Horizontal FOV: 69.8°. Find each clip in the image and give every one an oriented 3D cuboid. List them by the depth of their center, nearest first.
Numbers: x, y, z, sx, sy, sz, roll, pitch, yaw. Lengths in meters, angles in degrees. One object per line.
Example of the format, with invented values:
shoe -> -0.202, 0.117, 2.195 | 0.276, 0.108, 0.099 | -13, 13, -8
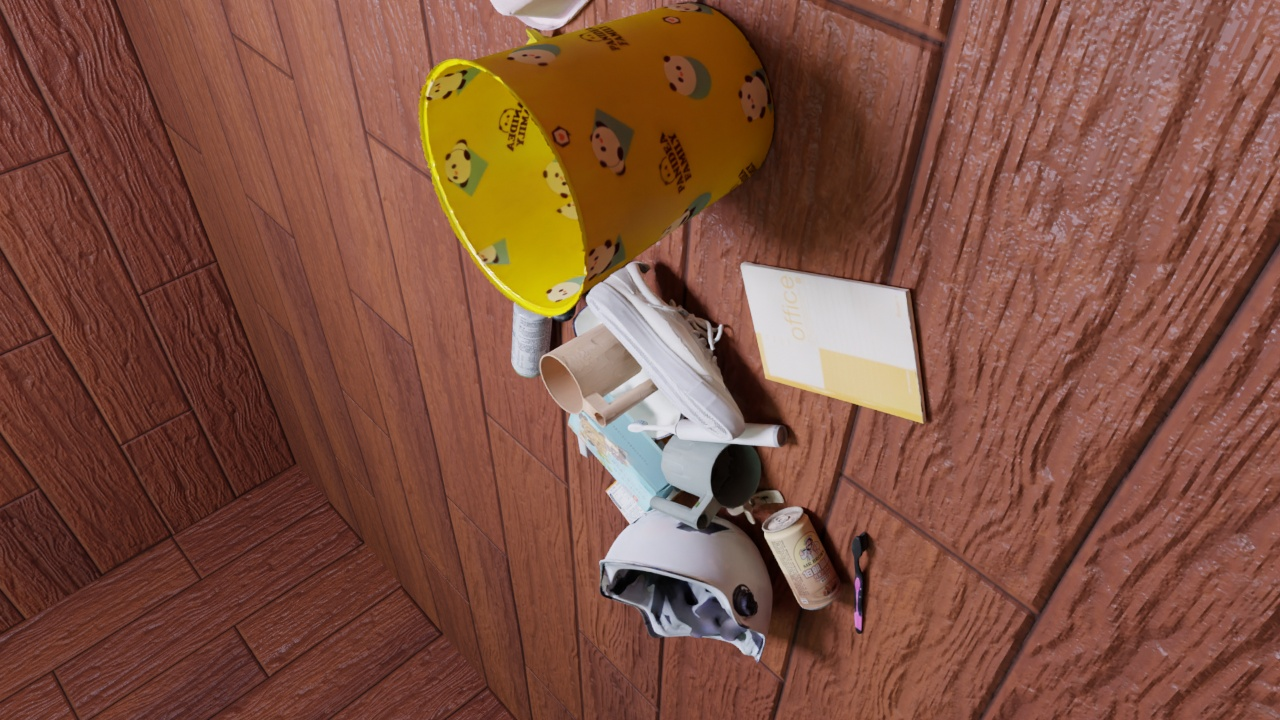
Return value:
clip -> 0.131, 0.182, 1.170 | 0.099, 0.066, 0.034 | 12, 129, 65

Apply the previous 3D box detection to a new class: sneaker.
sneaker -> 0.048, -0.015, 1.075 | 0.242, 0.090, 0.090 | 48, 165, 4

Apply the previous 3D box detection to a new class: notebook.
notebook -> 0.191, -0.022, 0.926 | 0.206, 0.010, 0.146 | 18, 132, 48

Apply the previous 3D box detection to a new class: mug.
mug -> -0.045, 0.017, 1.126 | 0.124, 0.103, 0.084 | 38, 145, 29
mug -> 0.075, 0.148, 1.149 | 0.103, 0.123, 0.083 | 12, 147, 54

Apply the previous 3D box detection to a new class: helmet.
helmet -> 0.073, 0.279, 1.227 | 0.230, 0.145, 0.259 | -3, 138, 40

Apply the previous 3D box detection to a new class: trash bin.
trash bin -> -0.031, -0.199, 0.838 | 0.230, 0.254, 0.230 | 37, 145, 31

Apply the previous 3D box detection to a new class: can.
can -> 0.198, 0.241, 1.118 | 0.059, 0.058, 0.116 | -11, 109, 58
can -> -0.164, -0.038, 1.383 | 0.058, 0.058, 0.147 | 43, 148, 23

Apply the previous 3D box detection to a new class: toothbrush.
toothbrush -> 0.263, 0.270, 1.100 | 0.014, 0.017, 0.189 | 30, 144, 40
toothbrush -> 0.075, 0.086, 1.122 | 0.221, 0.026, 0.027 | 1, 117, 37

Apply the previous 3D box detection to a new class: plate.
plate -> -0.007, 0.007, 1.210 | 0.205, 0.045, 0.205 | 37, 144, 33

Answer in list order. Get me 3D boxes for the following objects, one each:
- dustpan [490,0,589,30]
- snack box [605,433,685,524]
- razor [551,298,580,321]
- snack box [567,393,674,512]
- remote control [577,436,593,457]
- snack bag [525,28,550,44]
dustpan -> -0.098, -0.469, 0.929 | 0.274, 0.138, 0.222 | -24, 97, 32
snack box -> 0.017, 0.173, 1.298 | 0.075, 0.026, 0.154 | 52, 129, 11
razor -> -0.095, -0.094, 1.169 | 0.168, 0.062, 0.067 | 139, 119, -74
snack box -> -0.024, 0.119, 1.244 | 0.175, 0.051, 0.074 | 47, 152, 15
remote control -> -0.070, 0.077, 1.355 | 0.021, 0.058, 0.150 | 31, 142, 34
snack bag -> -0.087, -0.241, 1.069 | 0.158, 0.068, 0.247 | 42, 146, 24
